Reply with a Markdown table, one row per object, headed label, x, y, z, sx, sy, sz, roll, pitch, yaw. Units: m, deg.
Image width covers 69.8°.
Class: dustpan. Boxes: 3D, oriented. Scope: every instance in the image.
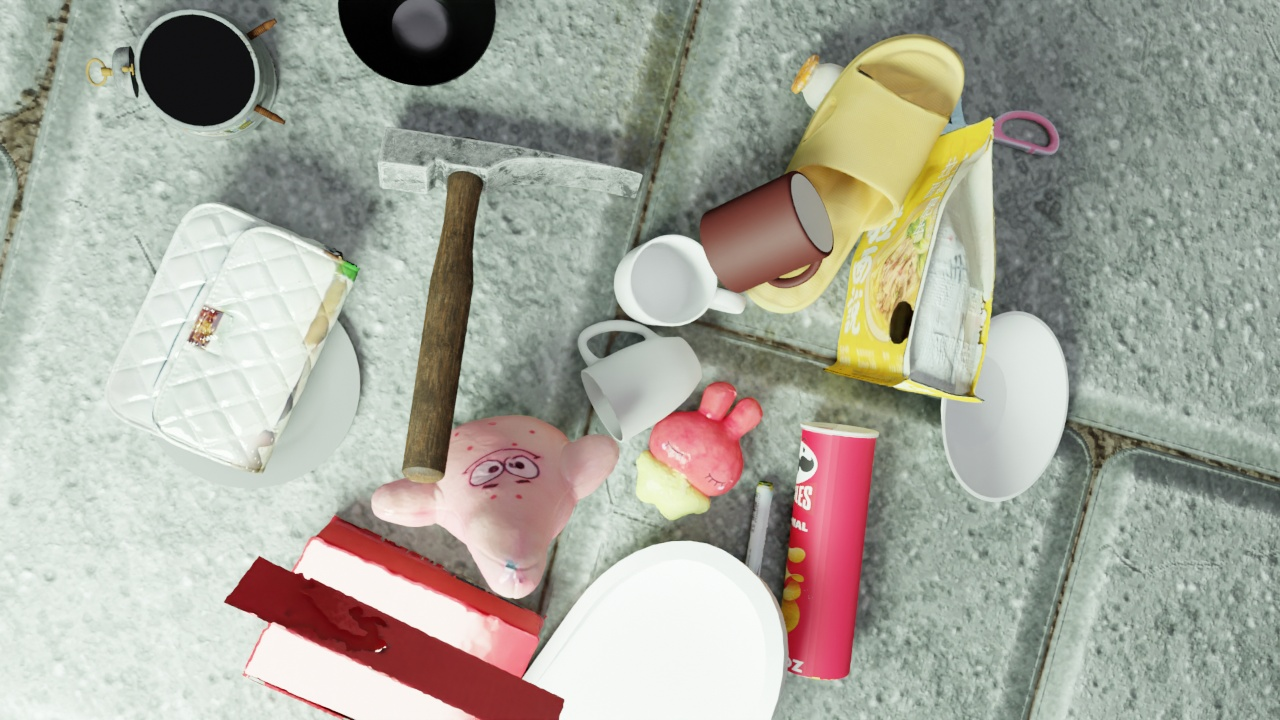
| label | x | y | z | sx | sy | sz | roll | pitch | yaw |
| --- | --- | --- | --- | --- | --- | --- | --- | --- | --- |
| dustpan | 0.011 | 0.276 | 0.776 | 0.191 | 0.053 | 0.257 | 37 | 85 | 21 |

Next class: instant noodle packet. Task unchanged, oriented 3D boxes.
| label | x | y | z | sx | sy | sz | roll | pitch | yaw |
| --- | --- | --- | --- | --- | --- | --- | --- | --- | --- |
| instant noodle packet | 0.236 | -0.084 | 0.781 | 0.084 | 0.163 | 0.221 | 9 | 91 | -8 |

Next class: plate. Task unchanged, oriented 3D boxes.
| label | x | y | z | sx | sy | sz | roll | pitch | yaw |
| --- | --- | --- | --- | --- | --- | --- | --- | --- | --- |
| plate | 0.325 | 0.040 | 0.847 | 0.173 | 0.036 | 0.174 | -4 | 98 | -30 |
| plate | -0.329 | 0.019 | 0.776 | 0.178 | 0.012 | 0.178 | 0 | 93 | -9 |

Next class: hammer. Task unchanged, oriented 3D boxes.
| label | x | y | z | sx | sy | sz | roll | pitch | yaw |
| --- | --- | --- | --- | --- | --- | --- | --- | --- | --- |
| hammer | -0.113 | -0.045 | 0.728 | 0.217 | 0.037 | 0.300 | 7 | 64 | -9 |

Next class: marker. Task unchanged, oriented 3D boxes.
| label | x | y | z | sx | sy | sz | roll | pitch | yaw |
| --- | --- | --- | --- | --- | --- | --- | --- | --- | --- |
| marker | 0.105 | 0.184 | 0.848 | 0.017 | 0.017 | 0.146 | 8 | 92 | -9 |

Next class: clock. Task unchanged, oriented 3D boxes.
| label | x | y | z | sx | sy | sz | roll | pitch | yaw |
| --- | --- | --- | --- | --- | --- | --- | --- | --- | --- |
| clock | -0.364 | -0.230 | 0.736 | 0.147 | 0.056 | 0.104 | -3 | 102 | -13 |

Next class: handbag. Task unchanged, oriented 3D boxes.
| label | x | y | z | sx | sy | sz | roll | pitch | yaw |
| --- | --- | --- | --- | --- | --- | --- | --- | --- | --- |
| handbag | -0.327 | -0.020 | 0.730 | 0.139 | 0.072 | 0.195 | 24 | 90 | -10 |

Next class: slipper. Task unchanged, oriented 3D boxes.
| label | x | y | z | sx | sy | sz | roll | pitch | yaw |
| --- | --- | --- | --- | --- | --- | --- | --- | --- | --- |
| slipper | 0.172 | -0.151 | 0.772 | 0.099 | 0.078 | 0.264 | 30 | 110 | -5 |

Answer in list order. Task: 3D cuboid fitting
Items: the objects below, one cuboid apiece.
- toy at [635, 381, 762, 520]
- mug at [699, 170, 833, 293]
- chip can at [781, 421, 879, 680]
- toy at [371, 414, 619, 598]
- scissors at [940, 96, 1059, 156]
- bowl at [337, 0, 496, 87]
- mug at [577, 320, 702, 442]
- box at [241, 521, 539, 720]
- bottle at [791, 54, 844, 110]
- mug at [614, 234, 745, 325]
| label | x | y | z | sx | sy | sz | roll | pitch | yaw |
| --- | --- | --- | --- | --- | --- | --- | --- | --- | --- |
| toy | 0.053 | 0.081 | 0.820 | 0.091 | 0.045 | 0.135 | 40 | 93 | -11 |
| mug | 0.112 | -0.095 | 0.750 | 0.105 | 0.083 | 0.073 | 38 | 43 | -39 |
| chip can | 0.168 | 0.170 | 0.831 | 0.069 | 0.069 | 0.220 | 6 | 92 | -9 |
| toy | -0.106 | 0.103 | 0.701 | 0.192 | 0.236 | 0.097 | -13 | 110 | -8 |
| scissors | 0.309 | -0.194 | 0.861 | 0.170 | 0.013 | 0.175 | 12 | 91 | -9 |
| bowl | -0.183 | -0.284 | 0.762 | 0.124 | 0.052 | 0.124 | 0 | 93 | -9 |
| mug | -0.005 | 0.005 | 0.804 | 0.089 | 0.071 | 0.107 | -29 | 69 | -15 |
| box | -0.240 | 0.295 | 0.877 | 0.213 | 0.376 | 0.147 | 26 | 58 | -5 |
| bottle | 0.188 | -0.228 | 0.815 | 0.108 | 0.063 | 0.063 | 29 | 88 | -10 |
| mug | 0.037 | -0.062 | 0.788 | 0.110 | 0.090 | 0.074 | 16 | 90 | -9 |
